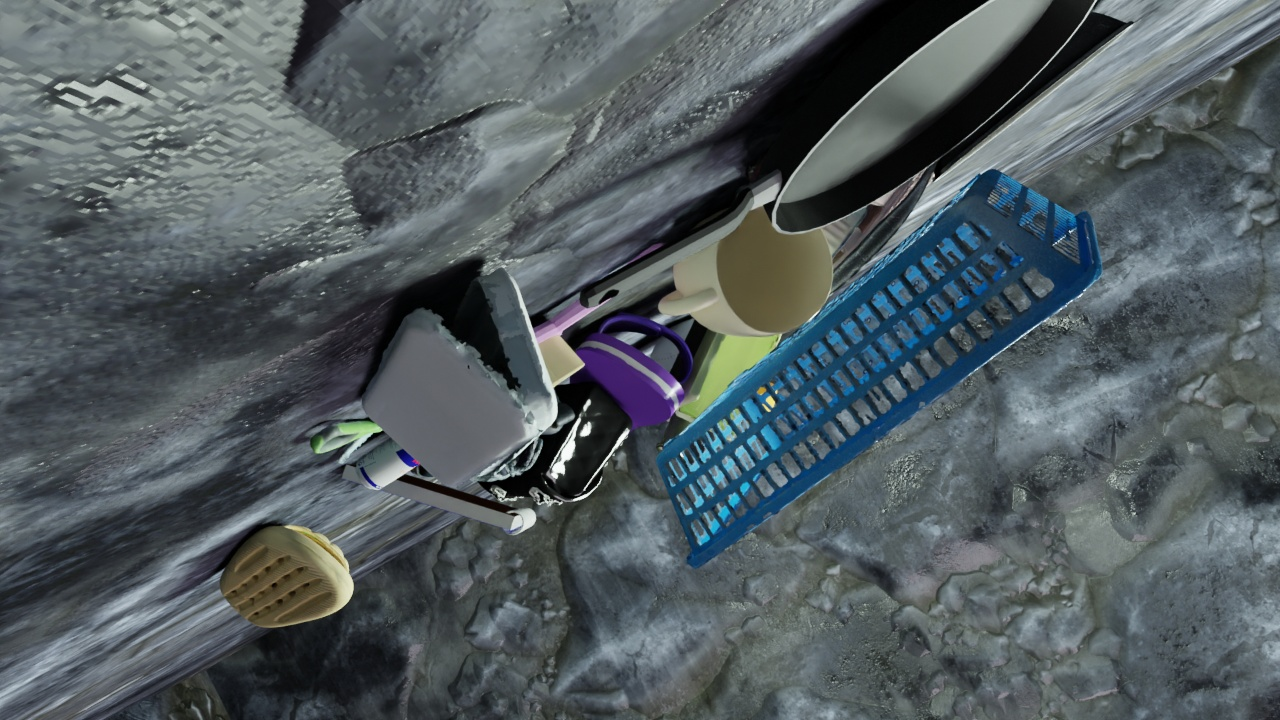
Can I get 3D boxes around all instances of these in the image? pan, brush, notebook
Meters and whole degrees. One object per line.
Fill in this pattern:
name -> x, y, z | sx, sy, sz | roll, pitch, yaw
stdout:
pan -> 0.112, -0.126, 0.535 | 0.355, 0.034, 0.226 | -29, 167, -15
brush -> -0.064, -0.009, 0.698 | 0.229, 0.043, 0.089 | -34, 180, 13
pan -> 0.252, -0.161, 0.763 | 0.357, 0.055, 0.187 | -38, 176, 2
notebook -> -0.195, 0.141, 0.940 | 0.209, 0.171, 0.022 | 112, -4, -81

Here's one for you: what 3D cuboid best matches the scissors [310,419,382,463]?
scissors -> -0.195, 0.047, 0.715 | 0.160, 0.025, 0.171 | -37, 178, 7

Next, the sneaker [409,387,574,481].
sneaker -> -0.140, 0.072, 0.845 | 0.089, 0.087, 0.236 | -25, 172, -42

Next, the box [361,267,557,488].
box -> -0.095, 0.017, 0.565 | 0.083, 0.122, 0.216 | -53, -169, -28

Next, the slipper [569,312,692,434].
slipper -> -0.006, 0.006, 0.924 | 0.084, 0.107, 0.267 | -52, 180, -16

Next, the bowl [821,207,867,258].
bowl -> 0.126, -0.098, 0.765 | 0.118, 0.062, 0.118 | -50, 179, -2

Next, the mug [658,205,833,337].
mug -> 0.065, -0.061, 0.676 | 0.120, 0.096, 0.100 | -27, -169, -19

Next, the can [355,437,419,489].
can -> -0.198, 0.075, 0.785 | 0.095, 0.032, 0.032 | -32, 174, 8

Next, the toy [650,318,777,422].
toy -> 0.050, 0.023, 1.213 | 0.268, 0.141, 0.245 | -2, -145, 45

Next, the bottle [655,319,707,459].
bottle -> 0.072, 0.010, 0.988 | 0.206, 0.071, 0.072 | -64, -173, -20

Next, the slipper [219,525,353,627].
slipper -> -0.371, 0.219, 0.977 | 0.262, 0.111, 0.079 | -30, -162, 44

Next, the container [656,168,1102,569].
container -> 0.173, -0.008, 0.726 | 0.363, 0.089, 0.256 | -42, 176, 29

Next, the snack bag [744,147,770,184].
snack bag -> 0.116, -0.141, 0.653 | 0.075, 0.018, 0.155 | -33, 176, 14

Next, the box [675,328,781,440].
box -> 0.105, -0.017, 0.925 | 0.187, 0.083, 0.092 | -63, -170, -17

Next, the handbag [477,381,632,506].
handbag -> -0.083, 0.099, 0.930 | 0.154, 0.114, 0.124 | -3, -133, 50

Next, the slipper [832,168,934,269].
slipper -> 0.210, -0.144, 0.885 | 0.238, 0.064, 0.094 | -47, -177, -20
